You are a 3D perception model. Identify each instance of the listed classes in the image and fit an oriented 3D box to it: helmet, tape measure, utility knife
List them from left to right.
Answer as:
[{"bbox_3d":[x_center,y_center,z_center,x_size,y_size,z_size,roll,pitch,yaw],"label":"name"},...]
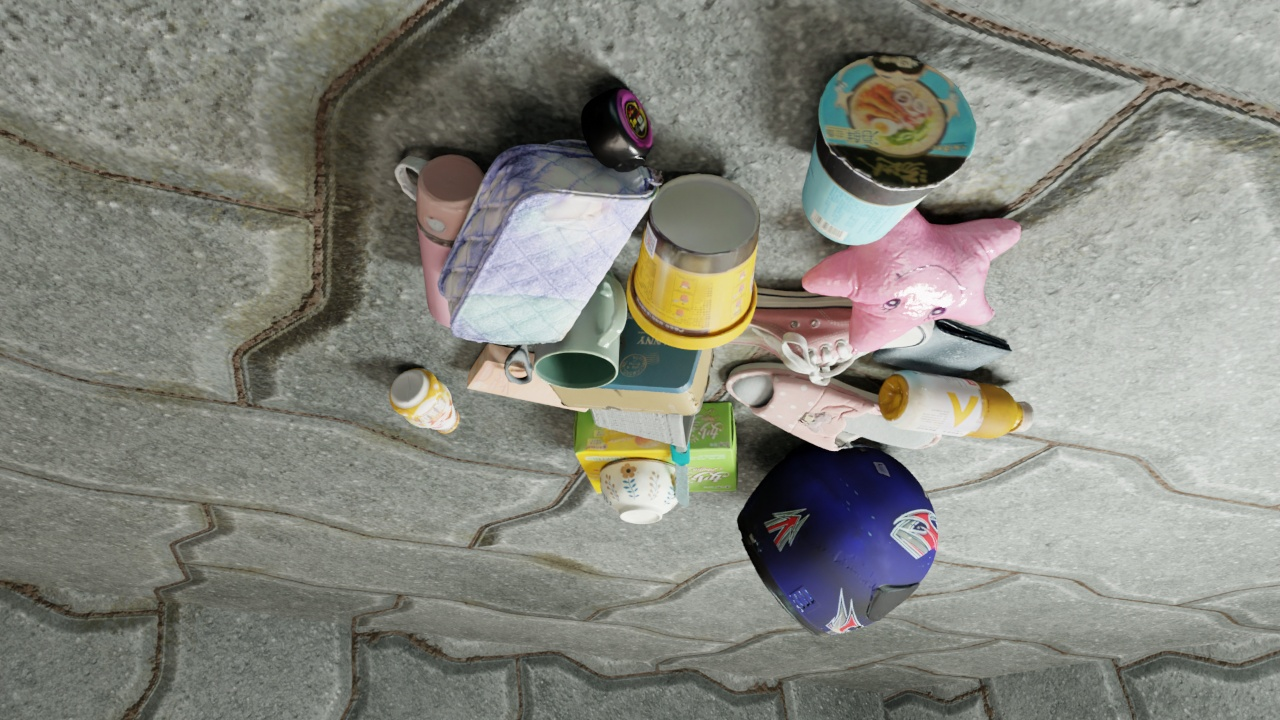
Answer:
[{"bbox_3d":[-0.019,-0.174,0.693,0.039,0.057,0.058,-17,139,29],"label":"tape measure"},{"bbox_3d":[0.050,0.097,1.143,0.029,0.013,0.217,2,121,12],"label":"utility knife"},{"bbox_3d":[0.291,0.243,1.283,0.241,0.247,0.315,-34,146,10],"label":"helmet"}]

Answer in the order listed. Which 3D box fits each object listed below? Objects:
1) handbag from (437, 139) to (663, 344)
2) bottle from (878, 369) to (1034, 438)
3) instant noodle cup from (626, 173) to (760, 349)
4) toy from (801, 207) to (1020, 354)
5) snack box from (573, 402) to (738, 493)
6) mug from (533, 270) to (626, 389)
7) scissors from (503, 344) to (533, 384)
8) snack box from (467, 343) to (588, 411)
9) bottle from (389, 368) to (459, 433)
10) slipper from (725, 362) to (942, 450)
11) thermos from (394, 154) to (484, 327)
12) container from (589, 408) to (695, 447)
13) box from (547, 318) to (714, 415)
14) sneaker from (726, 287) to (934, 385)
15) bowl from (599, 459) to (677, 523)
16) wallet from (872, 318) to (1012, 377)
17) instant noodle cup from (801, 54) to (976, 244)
[{"bbox_3d":[-0.082,-0.095,0.763,0.134,0.075,0.194,0,146,-34],"label":"handbag"},{"bbox_3d":[0.371,0.055,1.068,0.189,0.068,0.068,8,152,-19],"label":"bottle"},{"bbox_3d":[0.049,-0.089,0.798,0.118,0.118,0.115,3,146,-1],"label":"instant noodle cup"},{"bbox_3d":[0.249,-0.070,0.842,0.194,0.074,0.179,14,129,-18],"label":"toy"},{"bbox_3d":[0.026,0.122,1.249,0.210,0.070,0.158,-2,152,8],"label":"snack box"},{"bbox_3d":[-0.052,-0.041,0.899,0.082,0.106,0.112,22,147,-32],"label":"mug"},{"bbox_3d":[-0.119,-0.030,1.002,0.159,0.014,0.182,-3,142,-18],"label":"scissors"},{"bbox_3d":[-0.124,0.023,1.115,0.157,0.026,0.085,14,151,-21],"label":"snack box"},{"bbox_3d":[-0.266,0.055,1.149,0.063,0.063,0.108,-6,152,15],"label":"bottle"},{"bbox_3d":[0.233,0.068,1.114,0.274,0.054,0.114,16,151,-7],"label":"slipper"},{"bbox_3d":[-0.176,-0.107,0.832,0.087,0.067,0.199,27,153,6],"label":"thermos"},{"bbox_3d":[0.005,0.036,1.050,0.114,0.090,0.090,10,151,12],"label":"container"},{"bbox_3d":[-0.006,0.006,0.954,0.185,0.089,0.060,-1,146,26],"label":"box"},{"bbox_3d":[0.180,-0.022,0.939,0.241,0.087,0.118,3,153,0],"label":"sneaker"},{"bbox_3d":[0.002,0.179,1.218,0.113,0.062,0.114,1,153,0],"label":"bowl"},{"bbox_3d":[0.338,-0.009,1.030,0.120,0.019,0.097,15,152,-25],"label":"wallet"},{"bbox_3d":[0.175,-0.148,0.691,0.111,0.111,0.121,3,161,-3],"label":"instant noodle cup"}]
